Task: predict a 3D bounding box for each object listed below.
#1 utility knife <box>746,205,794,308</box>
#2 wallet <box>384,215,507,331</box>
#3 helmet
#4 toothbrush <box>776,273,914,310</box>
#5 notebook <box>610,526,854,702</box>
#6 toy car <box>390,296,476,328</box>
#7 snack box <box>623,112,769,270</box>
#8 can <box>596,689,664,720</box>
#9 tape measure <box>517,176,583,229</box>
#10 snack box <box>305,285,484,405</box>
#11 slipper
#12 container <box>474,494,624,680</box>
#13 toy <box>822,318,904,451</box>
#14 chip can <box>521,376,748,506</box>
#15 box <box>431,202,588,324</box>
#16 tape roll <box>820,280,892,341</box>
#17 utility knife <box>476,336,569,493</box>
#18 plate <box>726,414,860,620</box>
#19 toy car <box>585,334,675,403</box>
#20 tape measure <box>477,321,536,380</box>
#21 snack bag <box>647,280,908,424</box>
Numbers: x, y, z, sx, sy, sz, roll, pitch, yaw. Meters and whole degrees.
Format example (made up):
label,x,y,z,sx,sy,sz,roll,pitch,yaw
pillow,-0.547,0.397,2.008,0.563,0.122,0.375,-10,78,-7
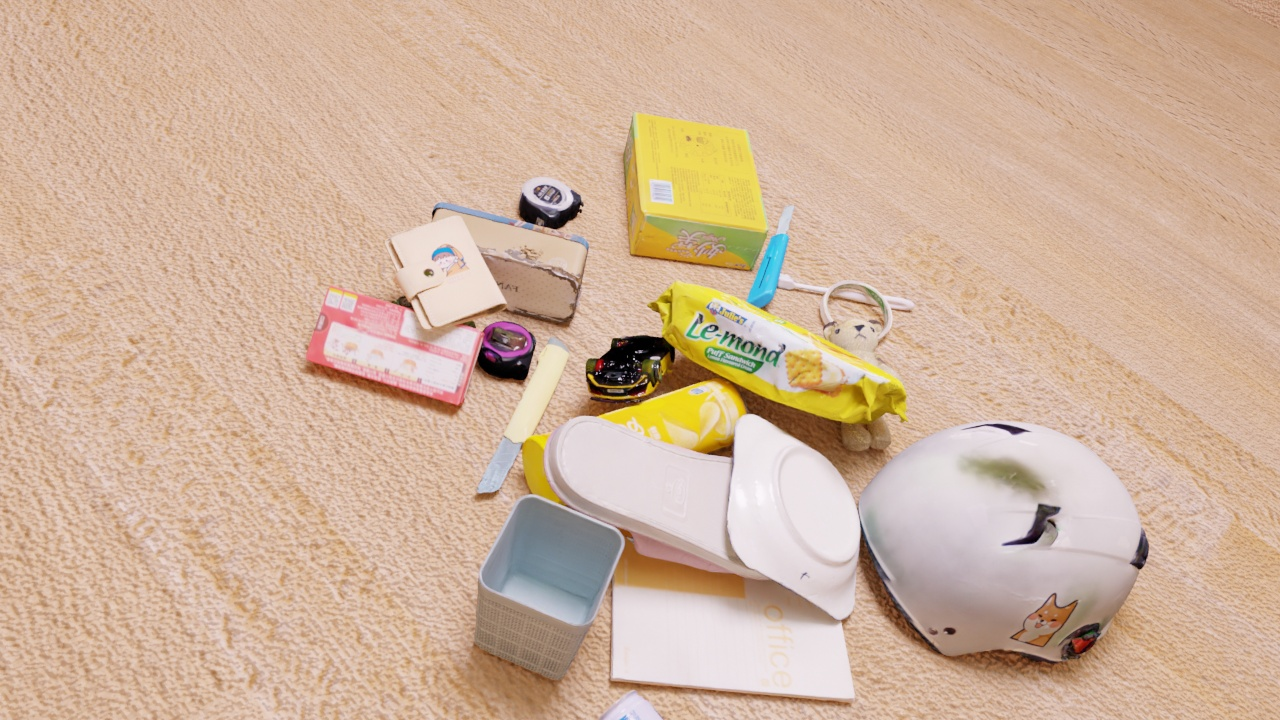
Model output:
label,x,y,z,sx,sy,sz,roll,pitch,yaw
utility knife,0.166,-0.134,1.132,0.018,0.034,0.217,50,39,-24
wallet,-0.191,-0.084,0.880,0.087,0.024,0.115,-22,67,-20
helmet,0.348,0.143,0.840,0.274,0.157,0.229,3,48,-14
toothbrush,0.248,-0.083,1.117,0.180,0.016,0.016,10,41,-7
notebook,0.076,0.217,0.792,0.206,0.010,0.145,9,45,-9
toy car,-0.210,-0.032,0.914,0.091,0.043,0.036,16,46,-1
snack box,0.064,-0.213,1.144,0.157,0.070,0.209,6,47,-11
can,0.022,0.307,0.664,0.053,0.053,0.134,-29,61,-35
tape measure,-0.112,-0.187,1.093,0.066,0.034,0.065,37,47,15
snack box,-0.233,-0.014,0.875,0.153,0.025,0.075,16,88,-1
slipper,0.034,0.123,0.795,0.274,0.055,0.114,21,53,-27
container,-0.074,0.181,0.711,0.090,0.112,0.089,21,46,4
toy,0.234,0.024,0.980,0.105,0.066,0.157,-1,62,1
chip can,-0.002,0.075,0.859,0.212,0.072,0.072,-17,55,-30
box,-0.149,-0.102,0.966,0.184,0.090,0.061,17,52,-3
tape roll,0.255,-0.056,1.083,0.085,0.014,0.085,5,60,-9
utility knife,-0.109,0.048,0.887,0.031,0.022,0.215,19,39,2
plate,0.148,0.132,0.820,0.164,0.034,0.163,34,43,-24
toy car,-0.005,0.005,0.915,0.071,0.041,0.155,1,17,13
tape measure,-0.135,-0.012,0.920,0.058,0.039,0.056,15,46,-3
snack bag,0.140,0.000,0.911,0.247,0.068,0.157,29,11,28
